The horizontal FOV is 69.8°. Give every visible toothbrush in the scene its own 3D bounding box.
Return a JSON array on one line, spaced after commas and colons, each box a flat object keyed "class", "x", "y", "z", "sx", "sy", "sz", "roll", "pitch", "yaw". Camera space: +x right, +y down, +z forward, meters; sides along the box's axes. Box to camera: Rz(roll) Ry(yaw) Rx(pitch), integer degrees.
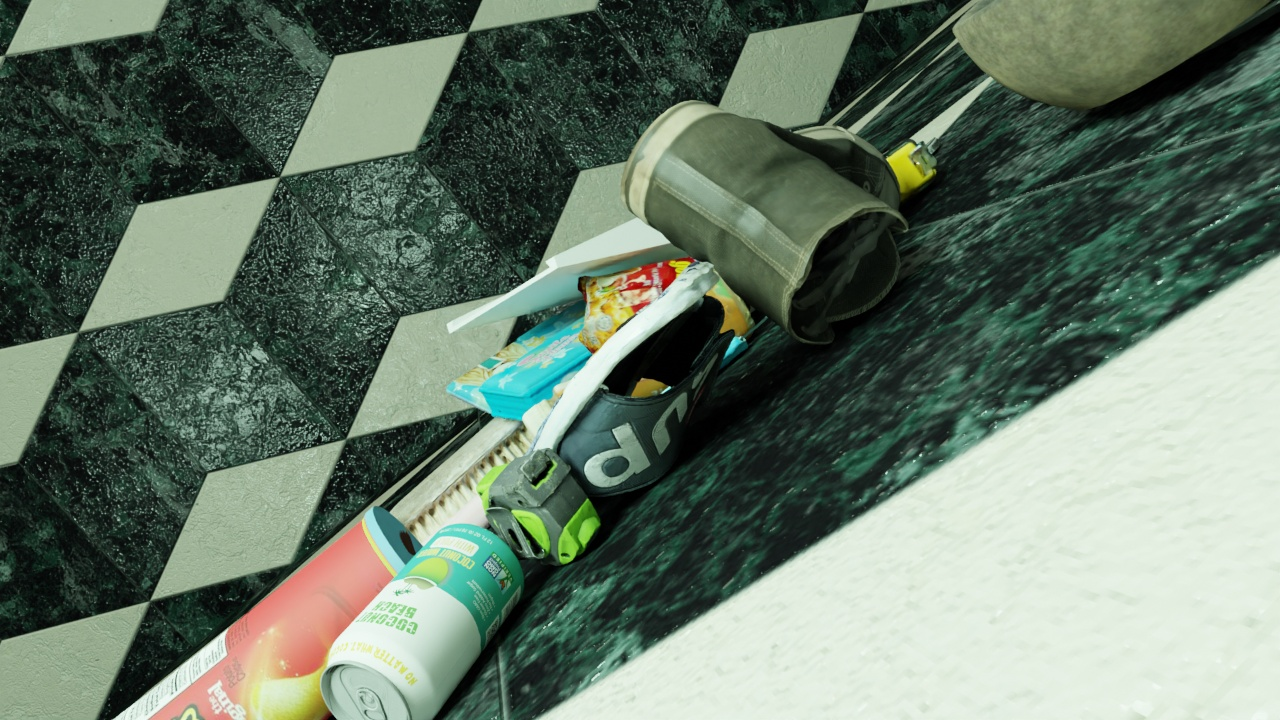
[{"class": "toothbrush", "x": -0.115, "y": 0.111, "z": 0.733, "sx": 0.222, "sy": 0.027, "sz": 0.027, "roll": -41, "pitch": -19, "yaw": -19}]

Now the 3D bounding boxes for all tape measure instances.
[{"class": "tape measure", "x": -0.054, "y": 0.079, "z": 0.464, "sx": 0.066, "sy": 0.058, "sz": 0.035, "roll": -26, "pitch": 20, "yaw": 52}, {"class": "tape measure", "x": 0.167, "y": -0.123, "z": 0.652, "sx": 0.072, "sy": 0.042, "sz": 0.071, "roll": -39, "pitch": 6, "yaw": 5}]

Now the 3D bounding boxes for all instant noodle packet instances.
[{"class": "instant noodle packet", "x": 0.017, "y": -0.047, "z": 0.710, "sx": 0.135, "sy": 0.040, "sz": 0.098, "roll": -10, "pitch": 28, "yaw": 7}]

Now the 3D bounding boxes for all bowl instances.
[{"class": "bowl", "x": 0.236, "y": -0.183, "z": 0.429, "sx": 0.162, "sy": 0.070, "sz": 0.162, "roll": -39, "pitch": 7, "yaw": 5}]

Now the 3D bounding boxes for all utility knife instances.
[{"class": "utility knife", "x": 0.042, "y": 0.009, "z": 0.602, "sx": 0.141, "sy": 0.015, "sz": 0.022, "roll": -39, "pitch": -19, "yaw": -6}]

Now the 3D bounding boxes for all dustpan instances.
[{"class": "dustpan", "x": -0.029, "y": -0.102, "z": 0.829, "sx": 0.257, "sy": 0.053, "sz": 0.192, "roll": -18, "pitch": -2, "yaw": -38}]

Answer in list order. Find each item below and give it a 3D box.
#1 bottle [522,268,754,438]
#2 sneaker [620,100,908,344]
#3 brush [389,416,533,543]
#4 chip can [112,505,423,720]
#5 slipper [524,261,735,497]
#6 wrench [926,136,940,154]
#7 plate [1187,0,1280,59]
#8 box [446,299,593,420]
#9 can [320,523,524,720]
[{"class": "bottle", "x": -0.004, "y": 0.004, "z": 0.624, "sx": 0.167, "sy": 0.059, "sz": 0.059, "roll": -34, "pitch": 6, "yaw": -4}, {"class": "sneaker", "x": 0.107, "y": -0.074, "z": 0.517, "sx": 0.234, "sy": 0.120, "sz": 0.095, "roll": 2, "pitch": -55, "yaw": -53}, {"class": "brush", "x": -0.112, "y": 0.075, "z": 0.809, "sx": 0.270, "sy": 0.056, "sz": 0.083, "roll": -42, "pitch": 12, "yaw": -26}, {"class": "chip can", "x": -0.213, "y": 0.185, "z": 0.531, "sx": 0.213, "sy": 0.087, "sz": 0.087, "roll": -40, "pitch": 7, "yaw": -7}, {"class": "slipper", "x": -0.011, "y": 0.039, "z": 0.501, "sx": 0.111, "sy": 0.063, "sz": 0.265, "roll": -41, "pitch": -6, "yaw": -39}, {"class": "wrench", "x": 0.140, "y": -0.097, "z": 0.777, "sx": 0.273, "sy": 0.010, "sz": 0.070, "roll": -39, "pitch": 7, "yaw": 4}, {"class": "plate", "x": 0.307, "y": -0.188, "z": 0.448, "sx": 0.178, "sy": 0.012, "sz": 0.178, "roll": -39, "pitch": 7, "yaw": 5}, {"class": "box", "x": -0.048, "y": -0.022, "z": 0.812, "sx": 0.226, "sy": 0.039, "sz": 0.182, "roll": -35, "pitch": 21, "yaw": -27}, {"class": "can", "x": -0.099, "y": 0.124, "z": 0.428, "sx": 0.055, "sy": 0.055, "sz": 0.101, "roll": -35, "pitch": 8, "yaw": 32}]
